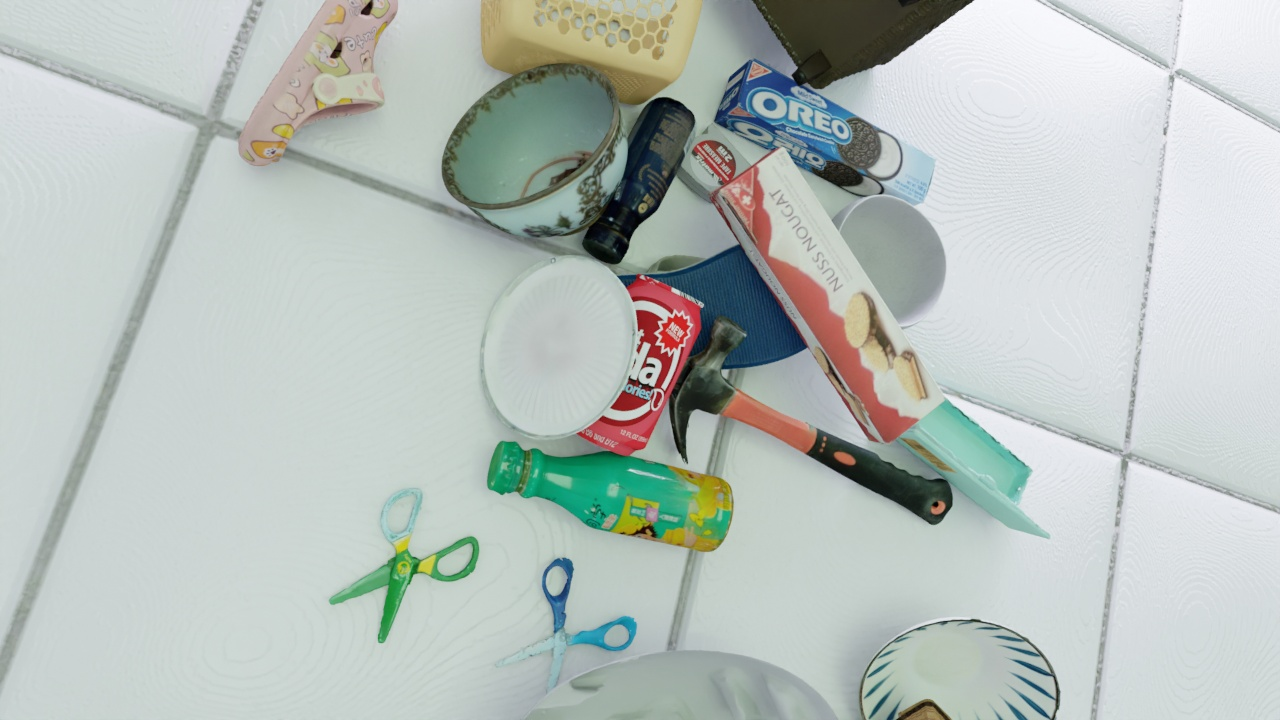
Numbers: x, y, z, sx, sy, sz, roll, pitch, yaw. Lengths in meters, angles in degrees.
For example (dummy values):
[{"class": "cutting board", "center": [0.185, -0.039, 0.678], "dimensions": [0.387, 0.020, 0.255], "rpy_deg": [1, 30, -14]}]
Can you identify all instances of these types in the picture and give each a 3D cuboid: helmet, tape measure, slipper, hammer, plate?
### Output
[{"class": "helmet", "center": [0.016, 0.343, 0.704], "dimensions": [0.281, 0.184, 0.224], "rpy_deg": [1, 67, -34]}, {"class": "tape measure", "center": [0.068, -0.189, 0.891], "dimensions": [0.060, 0.020, 0.062], "rpy_deg": [47, 69, -3]}, {"class": "slipper", "center": [-0.245, -0.229, 0.744], "dimensions": [0.081, 0.093, 0.197], "rpy_deg": [35, 72, -24]}, {"class": "slipper", "center": [0.051, -0.045, 0.847], "dimensions": [0.294, 0.060, 0.118], "rpy_deg": [-9, 91, -9]}, {"class": "hammer", "center": [0.172, 0.082, 0.867], "dimensions": [0.333, 0.033, 0.133], "rpy_deg": [25, 105, -22]}, {"class": "plate", "center": [-0.069, -0.011, 0.762], "dimensions": [0.014, 0.157, 0.157], "rpy_deg": [23, 71, -58]}]

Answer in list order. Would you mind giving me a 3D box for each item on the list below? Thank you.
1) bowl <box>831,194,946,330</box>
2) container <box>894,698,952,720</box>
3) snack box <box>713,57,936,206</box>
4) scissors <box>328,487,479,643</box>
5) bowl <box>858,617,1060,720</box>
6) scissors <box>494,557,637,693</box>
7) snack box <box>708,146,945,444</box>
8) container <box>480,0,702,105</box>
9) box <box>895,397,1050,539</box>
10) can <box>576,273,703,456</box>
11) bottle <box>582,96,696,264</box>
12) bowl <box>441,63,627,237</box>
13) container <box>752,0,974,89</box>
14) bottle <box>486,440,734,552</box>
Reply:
[{"class": "bowl", "center": [0.232, -0.093, 0.917], "dimensions": [0.131, 0.064, 0.131], "rpy_deg": [3, 81, -21]}, {"class": "container", "center": [0.239, 0.370, 0.828], "dimensions": [0.114, 0.061, 0.063], "rpy_deg": [-40, 101, 16]}, {"class": "snack box", "center": [0.188, -0.221, 0.922], "dimensions": [0.226, 0.060, 0.059], "rpy_deg": [24, 79, -17]}, {"class": "scissors", "center": [-0.196, 0.161, 0.746], "dimensions": [0.127, 0.012, 0.121], "rpy_deg": [-22, 89, -24]}, {"class": "bowl", "center": [0.293, 0.298, 0.867], "dimensions": [0.177, 0.070, 0.177], "rpy_deg": [3, 111, 7]}, {"class": "scissors", "center": [-0.068, 0.230, 0.787], "dimensions": [0.127, 0.014, 0.129], "rpy_deg": [-19, 93, -18]}, {"class": "snack box", "center": [0.167, -0.054, 0.814], "dimensions": [0.076, 0.044, 0.273], "rpy_deg": [-36, 98, -10]}, {"class": "container", "center": [-0.044, -0.333, 0.810], "dimensions": [0.183, 0.129, 0.167], "rpy_deg": [8, 87, -21]}, {"class": "box", "center": [0.332, 0.093, 0.921], "dimensions": [0.187, 0.110, 0.078], "rpy_deg": [37, 89, -10]}, {"class": "can", "center": [-0.005, 0.005, 0.775], "dimensions": [0.074, 0.074, 0.142], "rpy_deg": [24, 92, -16]}, {"class": "bottle", "center": [-0.002, -0.164, 0.841], "dimensions": [0.056, 0.056, 0.160], "rpy_deg": [30, 75, -15]}, {"class": "bowl", "center": [-0.077, -0.163, 0.782], "dimensions": [0.159, 0.160, 0.094], "rpy_deg": [-58, 145, -18]}, {"class": "container", "center": [0.162, -0.426, 0.844], "dimensions": [0.321, 0.177, 0.204], "rpy_deg": [54, 47, -6]}, {"class": "bottle", "center": [-0.026, 0.112, 0.788], "dimensions": [0.209, 0.068, 0.068], "rpy_deg": [16, 77, -18]}]
